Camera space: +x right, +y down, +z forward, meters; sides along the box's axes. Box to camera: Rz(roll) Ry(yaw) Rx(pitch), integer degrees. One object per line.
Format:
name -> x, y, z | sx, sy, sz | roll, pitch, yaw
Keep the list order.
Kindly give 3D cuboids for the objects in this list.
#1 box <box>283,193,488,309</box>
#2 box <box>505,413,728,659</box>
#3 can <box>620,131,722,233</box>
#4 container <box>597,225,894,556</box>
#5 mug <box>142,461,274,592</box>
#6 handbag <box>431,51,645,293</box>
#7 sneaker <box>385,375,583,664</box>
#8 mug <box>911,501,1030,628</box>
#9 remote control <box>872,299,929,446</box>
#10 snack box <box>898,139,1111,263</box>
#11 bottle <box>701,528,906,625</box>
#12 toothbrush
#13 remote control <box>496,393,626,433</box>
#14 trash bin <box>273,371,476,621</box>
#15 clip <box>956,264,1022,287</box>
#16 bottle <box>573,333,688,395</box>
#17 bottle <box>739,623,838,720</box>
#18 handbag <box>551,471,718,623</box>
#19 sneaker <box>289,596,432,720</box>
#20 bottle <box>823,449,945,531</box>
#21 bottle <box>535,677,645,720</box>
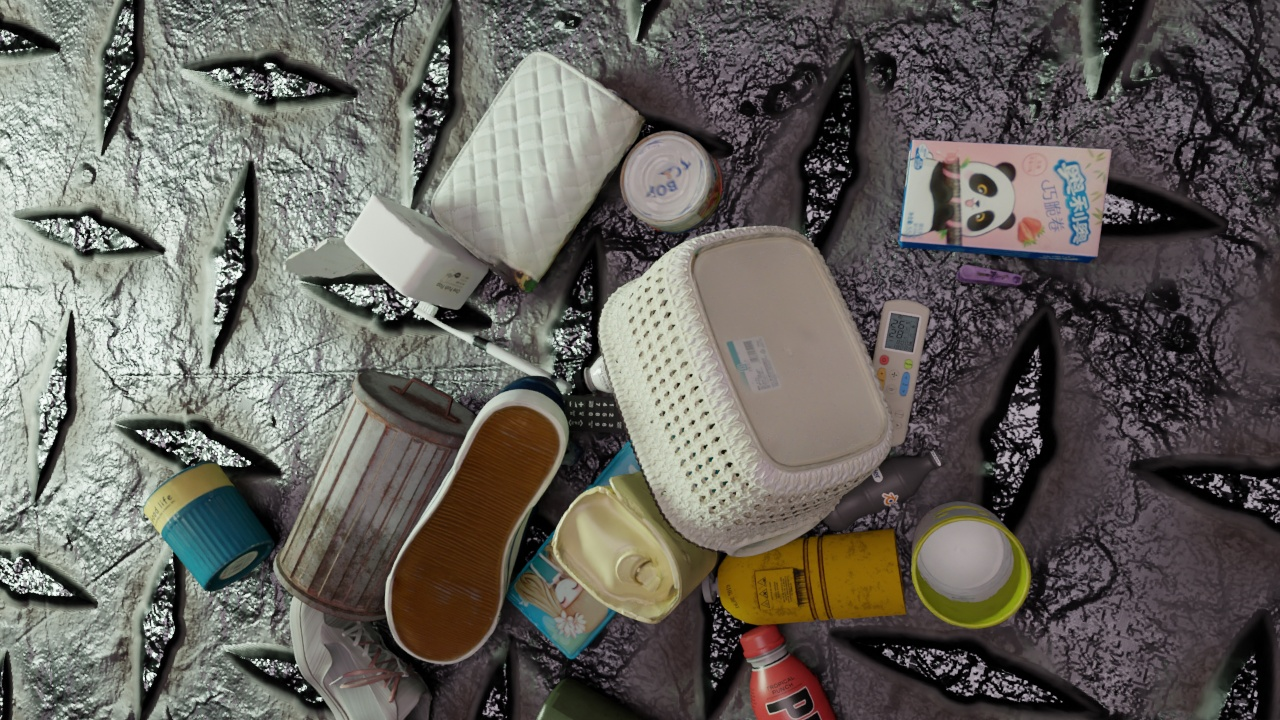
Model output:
box -> -0.243, -0.105, 0.870 | 0.189, 0.111, 0.101 | 18, 90, 20
box -> -0.022, 0.159, 0.836 | 0.094, 0.039, 0.227 | 41, 101, 12
can -> 0.028, -0.160, 0.826 | 0.086, 0.043, 0.086 | -1, 88, 18
container -> 0.083, 0.015, 0.717 | 0.184, 0.144, 0.251 | -13, 73, -24
mug -> -0.443, 0.178, 0.942 | 0.107, 0.083, 0.114 | 47, 129, 9
handbag -> -0.092, -0.172, 0.841 | 0.139, 0.072, 0.195 | 41, 100, 32
sneaker -> -0.136, 0.138, 0.822 | 0.120, 0.127, 0.295 | 23, 110, -8
mug -> 0.255, 0.156, 0.719 | 0.083, 0.106, 0.082 | -1, 88, 16
remote control -> 0.216, 0.011, 0.780 | 0.038, 0.018, 0.125 | 11, 91, 16
snack box -> 0.296, -0.131, 0.753 | 0.154, 0.033, 0.088 | 7, 91, 16
bottle -> 0.134, 0.184, 0.772 | 0.164, 0.071, 0.071 | -9, 86, 16
toothbrush -> -0.143, -0.015, 0.881 | 0.187, 0.012, 0.017 | 27, 93, 19
remote control -> -0.070, 0.049, 0.863 | 0.147, 0.015, 0.033 | 1, 89, 16
trash bin -> -0.238, 0.117, 0.852 | 0.131, 0.130, 0.211 | 30, 98, 15
clip -> 0.288, -0.069, 0.758 | 0.051, 0.033, 0.013 | 10, 90, 15
bottle -> -0.005, 0.005, 0.832 | 0.116, 0.041, 0.041 | -18, 84, 15
bottle -> 0.135, 0.310, 0.773 | 0.062, 0.062, 0.176 | -26, 82, 14
handbag -> 0.002, 0.149, 0.749 | 0.111, 0.119, 0.081 | 38, 99, 14
sneaker -> -0.246, 0.307, 0.868 | 0.090, 0.099, 0.236 | -23, 90, 15
bottle -> 0.202, 0.106, 0.772 | 0.110, 0.036, 0.036 | -30, 81, 13
bottle -> 0.006, 0.359, 0.805 | 0.207, 0.071, 0.071 | 25, 95, 15
